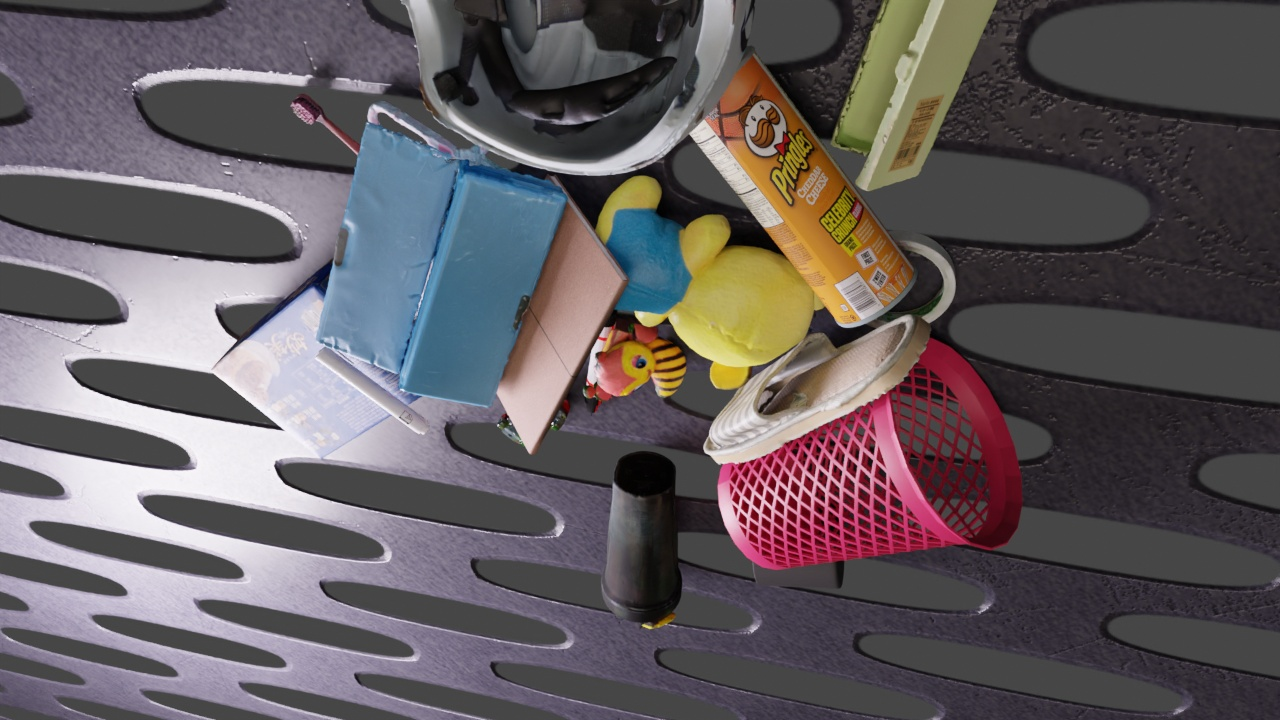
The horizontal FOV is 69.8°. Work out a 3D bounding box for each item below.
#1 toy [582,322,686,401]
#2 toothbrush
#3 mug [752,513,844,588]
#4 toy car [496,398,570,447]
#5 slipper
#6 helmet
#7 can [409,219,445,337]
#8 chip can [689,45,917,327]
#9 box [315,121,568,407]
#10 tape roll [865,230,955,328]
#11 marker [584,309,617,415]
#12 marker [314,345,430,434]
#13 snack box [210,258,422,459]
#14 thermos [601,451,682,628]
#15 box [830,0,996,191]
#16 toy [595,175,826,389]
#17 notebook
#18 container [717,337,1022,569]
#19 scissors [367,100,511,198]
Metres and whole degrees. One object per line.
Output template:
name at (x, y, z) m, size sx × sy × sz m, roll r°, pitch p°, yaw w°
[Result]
toy at (-0.005, 0.005, 0.876) m, size 0.103 × 0.046 × 0.084 m, roll 3°, pitch 110°, yaw -28°
toothbrush at (-0.233, -0.168, 0.826) m, size 0.190 × 0.016 × 0.016 m, roll 42°, pitch 128°, yaw -19°
mug at (0.176, 0.210, 0.998) m, size 0.088 × 0.078 × 0.113 m, roll -2°, pitch 156°, yaw 18°
toy car at (-0.114, 0.060, 0.973) m, size 0.042 × 0.036 × 0.091 m, roll 41°, pitch 128°, yaw -20°
slipper at (0.138, 0.023, 0.793) m, size 0.054 × 0.114 × 0.273 m, roll 48°, pitch 144°, yaw -6°
helmet at (-0.029, -0.263, 0.585) m, size 0.237 × 0.163 × 0.264 m, roll 5°, pitch 121°, yaw 24°
can at (-0.208, -0.078, 0.866) m, size 0.130 × 0.044 × 0.130 m, roll 14°, pitch 139°, yaw 12°
chip can at (0.120, -0.128, 0.700) m, size 0.075 × 0.075 × 0.215 m, roll -30°, pitch 111°, yaw 35°
box at (-0.179, -0.069, 0.790) m, size 0.176 × 0.047 × 0.232 m, roll 16°, pitch 123°, yaw -12°
tape roll at (0.217, -0.066, 0.777) m, size 0.094 × 0.018 × 0.094 m, roll 9°, pitch 132°, yaw 10°
marker at (-0.042, 0.005, 0.916) m, size 0.019 × 0.019 × 0.146 m, roll 15°, pitch 132°, yaw 4°
marker at (-0.264, 0.030, 0.914) m, size 0.133 × 0.017 × 0.020 m, roll 40°, pitch 91°, yaw -20°
snack box at (-0.325, 0.001, 0.964) m, size 0.203 × 0.069 × 0.155 m, roll -29°, pitch 117°, yaw 33°
thermos at (0.003, 0.207, 1.030) m, size 0.098 × 0.097 × 0.221 m, roll 9°, pitch 127°, yaw 9°
box at (0.197, -0.215, 0.634) m, size 0.077 × 0.090 × 0.188 m, roll 3°, pitch 131°, yaw -12°
toy at (0.047, -0.060, 0.791) m, size 0.214 × 0.083 × 0.149 m, roll 29°, pitch 136°, yaw -7°
notebook at (-0.087, -0.038, 0.815) m, size 0.008 × 0.141 × 0.210 m, roll -4°, pitch 137°, yaw -39°
container at (0.193, 0.106, 0.839) m, size 0.183 × 0.182 × 0.226 m, roll 42°, pitch 136°, yaw -19°
scissors at (-0.149, -0.190, 0.776) m, size 0.172 × 0.013 × 0.171 m, roll 28°, pitch 130°, yaw -1°
